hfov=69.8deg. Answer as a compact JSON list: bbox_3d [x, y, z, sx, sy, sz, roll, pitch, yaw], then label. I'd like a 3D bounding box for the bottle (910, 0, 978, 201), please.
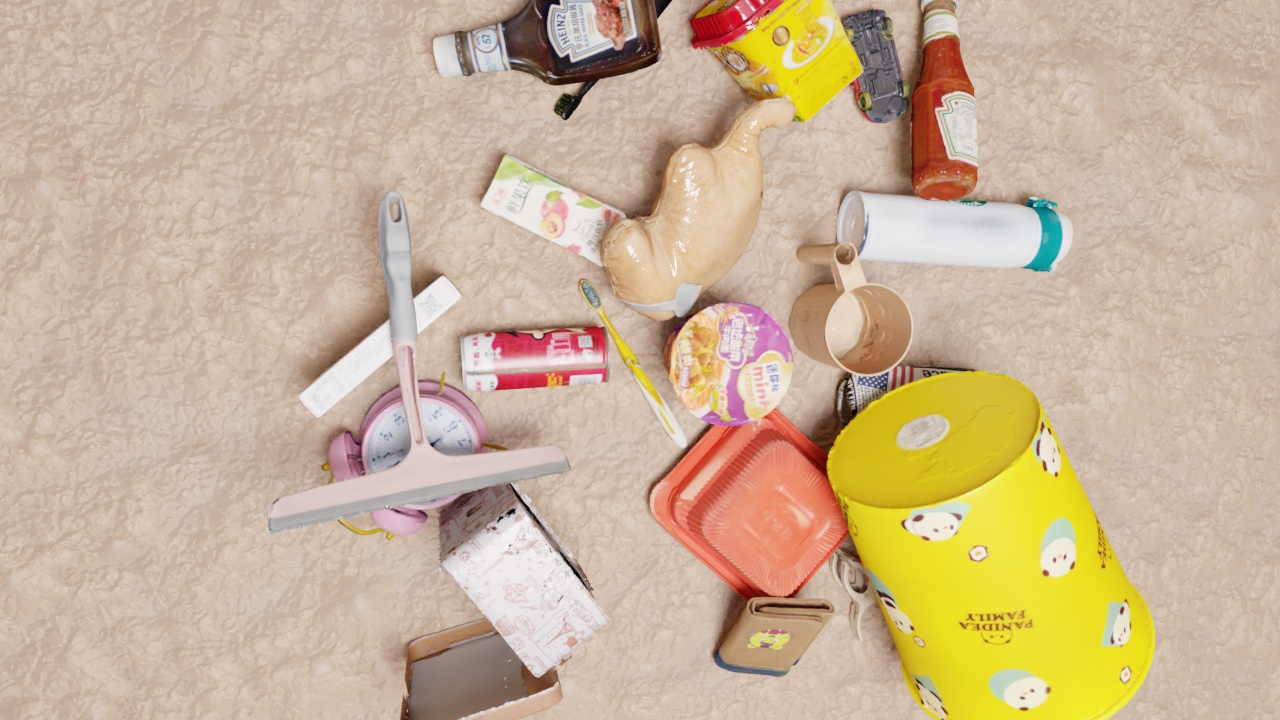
[{"bbox_3d":[0.282,-0.252,0.858,0.059,0.060,0.206,6,76,-11],"label":"bottle"}]

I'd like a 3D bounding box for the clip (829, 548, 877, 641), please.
[{"bbox_3d":[0.222,0.236,0.938,0.061,0.034,0.097,-33,109,-6],"label":"clip"}]

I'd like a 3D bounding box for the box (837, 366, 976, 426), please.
[{"bbox_3d":[0.279,0.036,0.900,0.163,0.081,0.075,2,90,-8],"label":"box"}]

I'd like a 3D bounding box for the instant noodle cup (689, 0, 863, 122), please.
[{"bbox_3d":[0.126,-0.286,0.825,0.116,0.116,0.123,-42,113,-4],"label":"instant noodle cup"}]

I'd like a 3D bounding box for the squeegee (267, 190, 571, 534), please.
[{"bbox_3d":[-0.188,-0.010,0.742,0.247,0.040,0.249,-8,95,-28],"label":"squeegee"}]

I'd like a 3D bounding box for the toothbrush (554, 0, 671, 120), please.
[{"bbox_3d":[-0.007,-0.305,0.837,0.027,0.026,0.212,39,90,23],"label":"toothbrush"}]

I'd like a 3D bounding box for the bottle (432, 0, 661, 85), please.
[{"bbox_3d":[-0.082,-0.281,0.803,0.195,0.044,0.080,-9,92,1],"label":"bottle"}]

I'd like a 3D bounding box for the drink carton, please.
[{"bbox_3d":[-0.078,-0.137,0.831,0.122,0.045,0.053,25,102,-11],"label":"drink carton"}]

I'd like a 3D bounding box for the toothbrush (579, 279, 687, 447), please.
[{"bbox_3d":[-0.005,0.005,0.875,0.016,0.018,0.191,-32,101,-4],"label":"toothbrush"}]

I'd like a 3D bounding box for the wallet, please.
[{"bbox_3d":[0.129,0.267,0.889,0.090,0.033,0.115,6,136,-11],"label":"wallet"}]

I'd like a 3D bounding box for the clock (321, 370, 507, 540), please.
[{"bbox_3d":[-0.211,0.091,0.826,0.158,0.060,0.117,-39,101,-2],"label":"clock"}]

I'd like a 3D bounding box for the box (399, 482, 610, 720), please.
[{"bbox_3d":[-0.144,0.221,0.794,0.192,0.183,0.156,-36,101,-8],"label":"box"}]

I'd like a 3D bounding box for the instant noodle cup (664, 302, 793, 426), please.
[{"bbox_3d":[0.072,-0.002,0.847,0.111,0.099,0.111,-1,98,-10],"label":"instant noodle cup"}]

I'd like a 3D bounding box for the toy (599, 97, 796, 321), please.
[{"bbox_3d":[0.058,-0.135,0.822,0.082,0.143,0.226,38,86,29],"label":"toy"}]

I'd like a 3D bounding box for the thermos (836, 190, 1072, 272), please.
[{"bbox_3d":[0.309,-0.127,0.893,0.224,0.073,0.073,2,96,-11],"label":"thermos"}]

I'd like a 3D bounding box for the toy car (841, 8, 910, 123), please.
[{"bbox_3d":[0.223,-0.279,0.877,0.049,0.031,0.106,-19,95,-7],"label":"toy car"}]

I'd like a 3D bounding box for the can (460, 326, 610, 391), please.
[{"bbox_3d":[-0.096,-0.001,0.839,0.132,0.053,0.053,-4,97,-10],"label":"can"}]

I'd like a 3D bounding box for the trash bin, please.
[{"bbox_3d":[0.299,0.164,0.817,0.229,0.229,0.255,-33,113,-6],"label":"trash bin"}]

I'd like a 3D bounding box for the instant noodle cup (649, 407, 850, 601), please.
[{"bbox_3d":[0.122,0.143,0.884,0.189,0.079,0.164,42,87,-11],"label":"instant noodle cup"}]

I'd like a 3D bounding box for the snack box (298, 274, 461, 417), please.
[{"bbox_3d":[-0.223,-0.016,0.798,0.156,0.085,0.027,-40,103,-4],"label":"snack box"}]

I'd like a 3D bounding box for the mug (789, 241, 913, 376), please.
[{"bbox_3d":[0.187,-0.051,0.860,0.084,0.103,0.124,-22,100,-8],"label":"mug"}]
